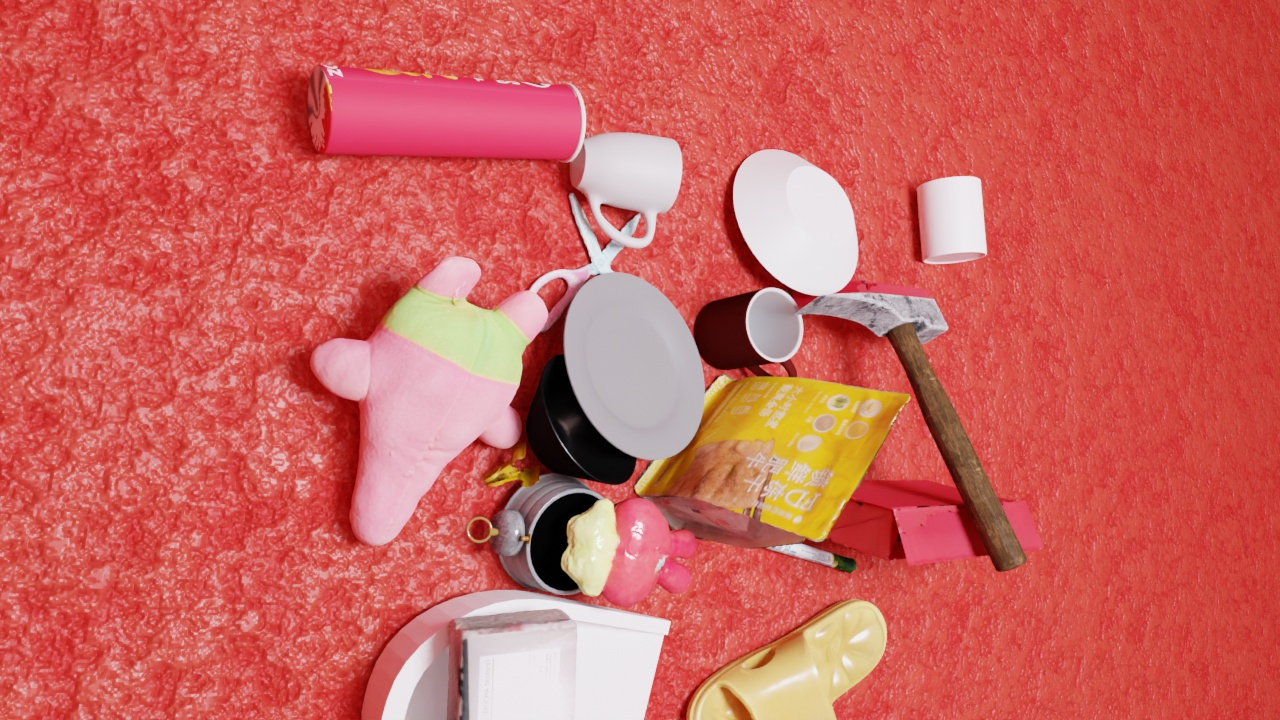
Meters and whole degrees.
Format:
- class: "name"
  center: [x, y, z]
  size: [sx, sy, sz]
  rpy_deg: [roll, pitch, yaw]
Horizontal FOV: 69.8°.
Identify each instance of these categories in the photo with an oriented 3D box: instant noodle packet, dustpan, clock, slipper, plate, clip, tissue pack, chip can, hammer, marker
- class: "instant noodle packet"
  center: [0.123, 0.090, 0.827]
  size: [0.162, 0.222, 0.084]
  rpy_deg: [-49, 113, -26]
- class: "dustpan"
  center: [-0.093, 0.292, 0.754]
  size: [0.257, 0.053, 0.191]
  rpy_deg: [20, 79, -28]
- class: "clock"
  center: [-0.081, 0.149, 0.787]
  size: [0.147, 0.056, 0.104]
  rpy_deg: [12, 87, -36]
- class: "slipper"
  center: [0.166, 0.324, 0.915]
  size: [0.262, 0.079, 0.099]
  rpy_deg: [-23, 99, -33]
- class: "plate"
  center: [0.180, -0.157, 0.978]
  size: [0.173, 0.036, 0.173]
  rpy_deg: [13, 64, -29]
- class: "clip"
  center: [-0.109, 0.092, 0.785]
  size: [0.046, 0.054, 0.048]
  rpy_deg: [17, 99, -9]
- class: "tissue pack"
  center: [-0.098, 0.283, 0.703]
  size: [0.103, 0.071, 0.181]
  rpy_deg: [0, 90, -26]
- class: "chip can"
  center: [-0.158, -0.204, 0.769]
  size: [0.220, 0.069, 0.069]
  rpy_deg: [-6, 88, -33]
- class: "hammer"
  center: [0.279, 0.066, 0.899]
  size: [0.217, 0.037, 0.300]
  rpy_deg: [0, 62, -43]
- class: "marker"
  center: [0.173, 0.202, 0.968]
  size: [0.146, 0.017, 0.017]
  rpy_deg: [22, 73, -30]
- class: "plate"
  center: [-0.005, 0.005, 0.844]
  size: [0.178, 0.012, 0.178]
  rpy_deg: [20, 60, -40]

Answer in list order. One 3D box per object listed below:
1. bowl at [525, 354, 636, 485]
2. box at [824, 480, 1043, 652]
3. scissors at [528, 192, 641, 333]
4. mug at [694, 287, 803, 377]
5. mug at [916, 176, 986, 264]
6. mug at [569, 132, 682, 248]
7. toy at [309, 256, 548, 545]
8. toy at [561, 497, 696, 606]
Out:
- class: "bowl"
  center: [-0.062, 0.061, 0.799]
  size: [0.124, 0.053, 0.123]
  rpy_deg: [42, 31, -33]
- class: "box"
  center: [0.316, 0.267, 0.917]
  size: [0.212, 0.149, 0.374]
  rpy_deg: [3, 58, -34]
- class: "scissors"
  center: [-0.045, -0.072, 0.861]
  size: [0.175, 0.013, 0.170]
  rpy_deg: [-27, 100, -32]
- class: "mug"
  center: [0.115, -0.017, 0.916]
  size: [0.073, 0.083, 0.106]
  rpy_deg: [-42, 107, -29]
- class: "mug"
  center: [0.384, -0.167, 1.122]
  size: [0.110, 0.074, 0.090]
  rpy_deg: [4, 81, -59]
- class: "mug"
  center: [-0.017, -0.160, 0.856]
  size: [0.089, 0.071, 0.107]
  rpy_deg: [3, 87, -24]
- class: "toy"
  center: [-0.168, 0.036, 0.729]
  size: [0.192, 0.097, 0.236]
  rpy_deg: [28, 84, -36]
- class: "toy"
  center: [-0.006, 0.163, 0.780]
  size: [0.135, 0.045, 0.091]
  rpy_deg: [13, 84, -34]
